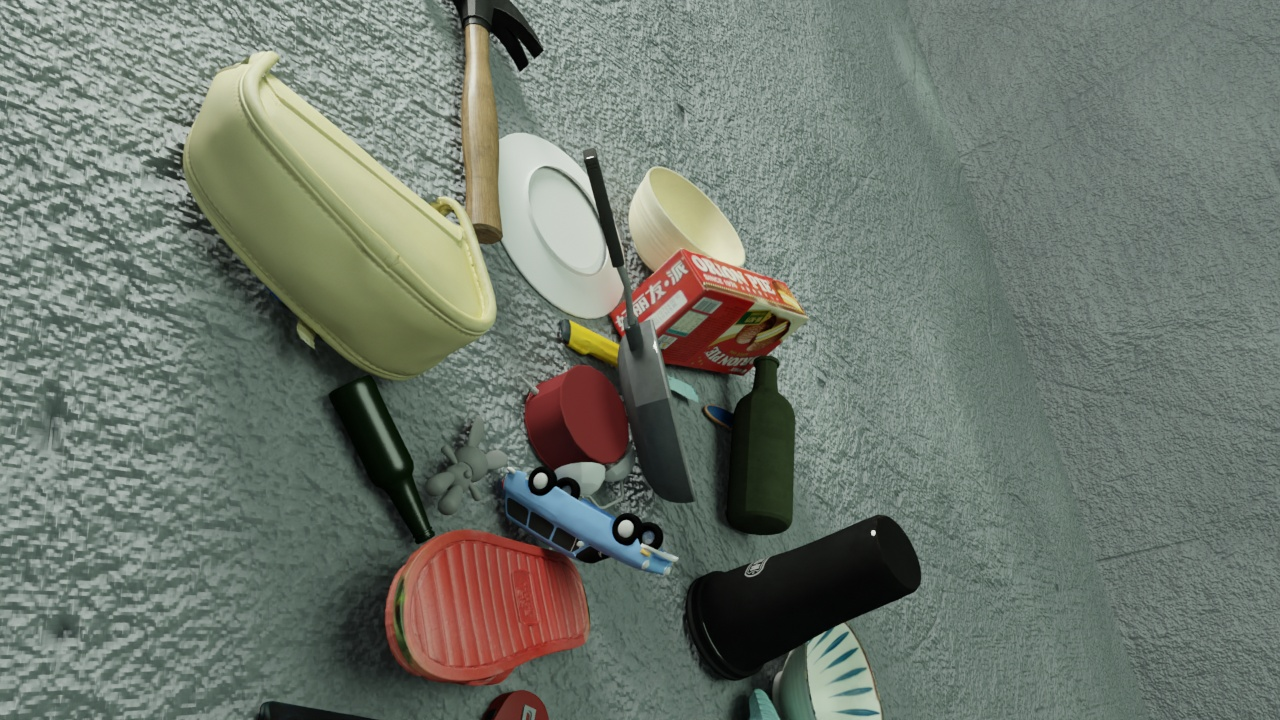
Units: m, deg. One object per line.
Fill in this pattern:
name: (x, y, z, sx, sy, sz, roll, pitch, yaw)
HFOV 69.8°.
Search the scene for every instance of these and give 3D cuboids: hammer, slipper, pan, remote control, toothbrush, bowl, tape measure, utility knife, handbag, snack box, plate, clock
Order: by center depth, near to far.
remote control: (-0.165, 0.243, 0.562, 0.150, 0.022, 0.047, 32, 45, -42)
slipper: (-0.111, 0.177, 0.652, 0.248, 0.059, 0.103, 27, 46, -66)
handbag: (-0.212, -0.102, 0.652, 0.233, 0.089, 0.190, 41, 24, -31)
tape measure: (-0.090, 0.263, 0.660, 0.059, 0.019, 0.051, 41, 40, -34)
slipper: (0.121, 0.426, 0.815, 0.116, 0.069, 0.275, 59, 12, -30)
clock: (-0.052, 0.065, 0.818, 0.096, 0.048, 0.137, -16, 83, -58)
pan: (-0.007, -0.020, 0.821, 0.178, 0.041, 0.358, -101, 177, -55)
hammer: (-0.151, -0.245, 0.884, 0.132, 0.040, 0.305, 19, 54, -42)
plate: (-0.078, -0.143, 0.948, 0.208, 0.015, 0.208, 34, 44, -41)
bowl: (0.185, 0.355, 0.953, 0.177, 0.071, 0.177, 37, 41, -42)
utility knife: (-0.006, 0.006, 0.955, 0.217, 0.019, 0.030, 25, 56, -40)
snack box: (0.084, -0.047, 1.022, 0.236, 0.113, 0.060, 9, 45, -53)
bowl: (0.041, -0.141, 1.053, 0.150, 0.075, 0.150, 33, 32, -24)
toothbrush: (0.119, 0.081, 1.090, 0.135, 0.017, 0.021, 33, 47, -41)

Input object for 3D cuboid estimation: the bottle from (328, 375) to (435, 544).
bottle: (-0.178, 0.071, 0.646, 0.032, 0.033, 0.123, -30, 96, -58)

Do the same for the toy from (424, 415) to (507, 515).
toy: (-0.131, 0.079, 0.698, 0.049, 0.030, 0.111, 59, 21, -11)

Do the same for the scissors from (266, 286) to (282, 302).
scissors: (-0.232, -0.080, 0.688, 0.130, 0.018, 0.110, -19, 89, -57)

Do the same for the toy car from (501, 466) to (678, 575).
toy car: (-0.043, 0.130, 0.718, 0.054, 0.153, 0.056, -62, 152, -7)

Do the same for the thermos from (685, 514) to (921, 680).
thermos: (0.149, 0.219, 0.861, 0.105, 0.219, 0.105, 34, 38, -32)

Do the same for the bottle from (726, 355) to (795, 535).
bottle: (0.139, 0.090, 1.041, 0.071, 0.072, 0.206, 35, 50, -39)
